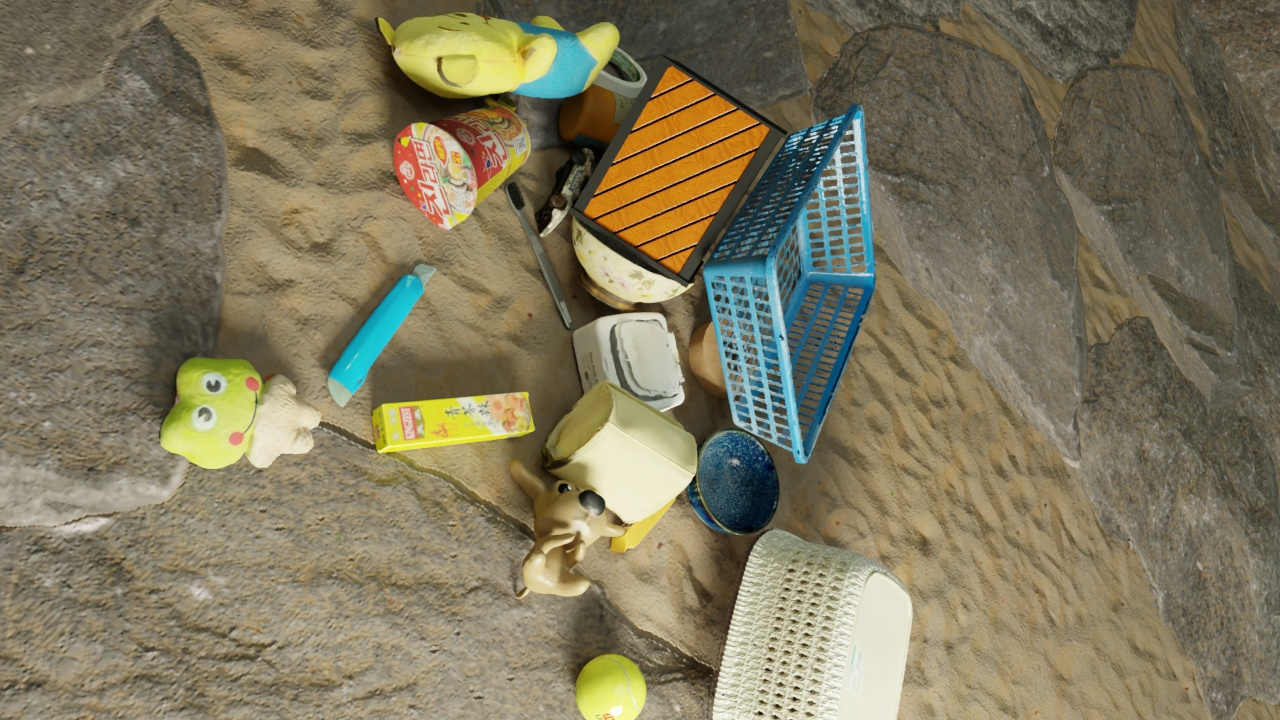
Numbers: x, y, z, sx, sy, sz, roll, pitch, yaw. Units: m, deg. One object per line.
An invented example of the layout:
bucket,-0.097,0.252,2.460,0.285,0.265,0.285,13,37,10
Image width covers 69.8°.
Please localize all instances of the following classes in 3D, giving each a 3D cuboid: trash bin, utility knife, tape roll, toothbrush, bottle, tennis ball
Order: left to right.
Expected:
utility knife,-0.236,-0.030,0.842,0.031,0.015,0.174,42,54,-20
toothbrush,-0.105,-0.109,0.963,0.012,0.013,0.167,-24,91,-38
tape roll,-0.037,-0.339,1.059,0.093,0.018,0.093,22,38,-19
tennis ball,-0.027,0.305,0.845,0.065,0.065,0.065,12,68,-32
bottle,-0.011,-0.261,1.044,0.156,0.068,0.067,12,68,-32
trash bin,0.043,-0.195,0.940,0.139,0.172,0.139,33,18,0
tape roll,0.101,-0.004,1.062,0.094,0.027,0.094,12,68,-32

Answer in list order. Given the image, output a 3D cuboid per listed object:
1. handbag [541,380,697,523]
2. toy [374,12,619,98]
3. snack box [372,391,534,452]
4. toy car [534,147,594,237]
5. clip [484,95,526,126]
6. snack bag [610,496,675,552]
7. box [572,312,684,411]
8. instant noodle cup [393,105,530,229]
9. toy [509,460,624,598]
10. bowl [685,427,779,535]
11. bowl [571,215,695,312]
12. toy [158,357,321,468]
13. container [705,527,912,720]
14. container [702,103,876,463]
handbag,-0.024,0.091,0.893,0.119,0.111,0.081,33,31,-26
toy,-0.145,-0.307,0.928,0.213,0.149,0.084,-14,116,-33
snack box,-0.171,0.056,0.850,0.147,0.029,0.040,-4,76,-36
toy car,-0.077,-0.178,0.981,0.040,0.049,0.112,31,60,-17
clip,-0.146,-0.263,0.976,0.054,0.048,0.046,32,84,-21
snack bag,0.004,0.160,0.941,0.099,0.026,0.020,-44,106,-35
box,0.001,0.003,0.949,0.102,0.095,0.107,-7,81,-35
instant noodle cup,-0.168,-0.203,0.903,0.100,0.101,0.112,53,46,-9
toy,-0.074,0.162,0.847,0.134,0.106,0.108,35,47,-16
bowl,0.088,0.135,0.987,0.114,0.061,0.114,14,65,-32
bowl,-0.020,-0.096,0.967,0.145,0.063,0.145,29,20,-12
toy,-0.318,0.046,0.741,0.117,0.043,0.092,19,63,-31
container,0.174,0.300,0.925,0.184,0.143,0.251,36,62,-40
container,0.175,-0.096,1.019,0.360,0.089,0.257,-57,142,-45
